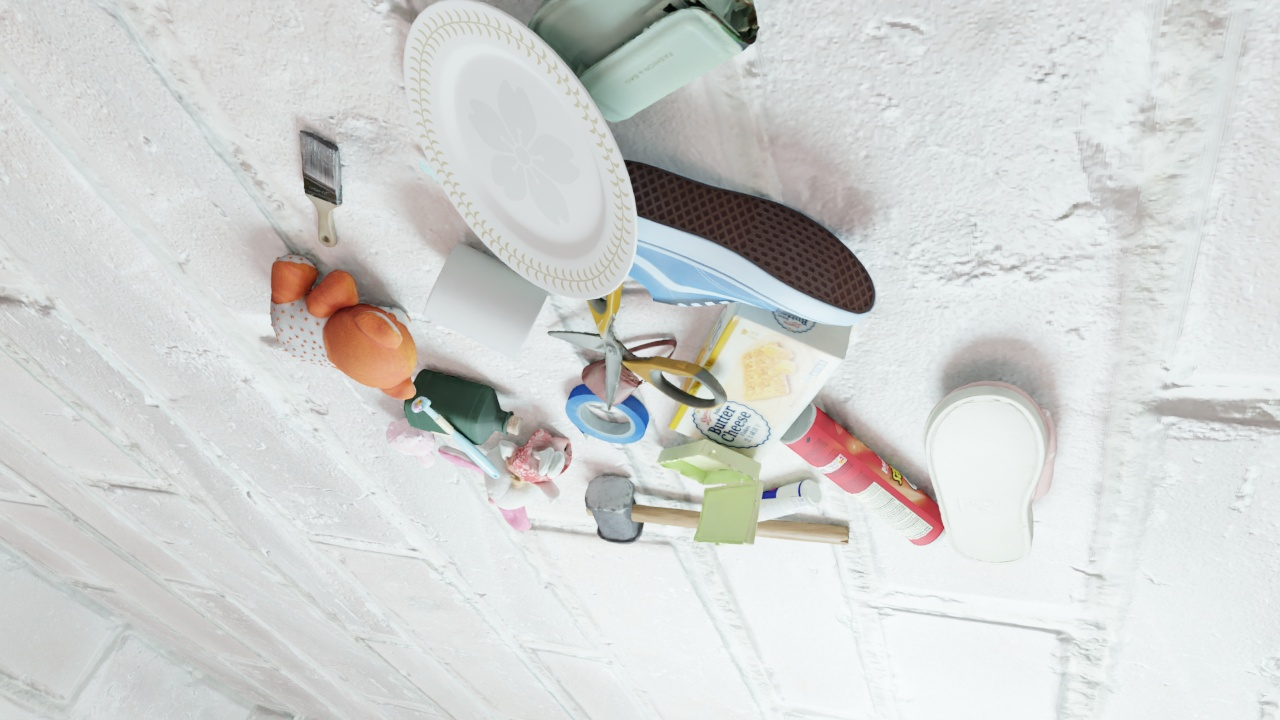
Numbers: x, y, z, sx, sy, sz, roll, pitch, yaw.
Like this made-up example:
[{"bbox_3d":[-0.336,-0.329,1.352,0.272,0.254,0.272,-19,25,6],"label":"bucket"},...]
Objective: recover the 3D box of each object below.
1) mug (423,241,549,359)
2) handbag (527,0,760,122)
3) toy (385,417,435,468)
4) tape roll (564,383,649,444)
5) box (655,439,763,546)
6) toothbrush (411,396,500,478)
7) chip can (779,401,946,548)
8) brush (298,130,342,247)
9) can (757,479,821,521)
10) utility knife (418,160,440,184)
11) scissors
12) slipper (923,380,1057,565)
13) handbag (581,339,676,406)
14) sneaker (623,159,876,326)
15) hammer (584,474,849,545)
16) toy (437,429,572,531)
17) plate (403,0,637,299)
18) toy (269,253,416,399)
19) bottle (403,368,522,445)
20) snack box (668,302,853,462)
[{"bbox_3d":[-0.148,-0.056,0.891,0.097,0.078,0.112,26,172,-8],"label":"mug"},{"bbox_3d":[-0.001,-0.222,0.597,0.122,0.067,0.106,-19,130,42],"label":"handbag"},{"bbox_3d":[-0.295,0.103,1.189,0.063,0.047,0.110,27,154,3],"label":"toy"},{"bbox_3d":[-0.037,0.060,1.030,0.093,0.016,0.091,-1,139,27],"label":"tape roll"},{"bbox_3d":[0.080,0.136,0.982,0.127,0.066,0.188,66,165,5],"label":"box"},{"bbox_3d":[-0.206,0.091,1.045,0.022,0.016,0.155,-33,130,6],"label":"toothbrush"},{"bbox_3d":[0.232,0.120,0.948,0.214,0.051,0.052,37,141,-22],"label":"chip can"},{"bbox_3d":[-0.302,-0.158,0.874,0.039,0.012,0.152,21,145,-2],"label":"brush"},{"bbox_3d":[0.163,0.161,1.052,0.032,0.032,0.095,38,141,-24],"label":"can"},{"bbox_3d":[-0.137,-0.127,0.831,0.022,0.015,0.162,-20,131,42],"label":"utility knife"},{"bbox_3d":[-0.017,-0.023,0.867,0.225,0.016,0.230,17,136,37],"label":"scissors"},{"bbox_3d":[0.334,0.107,0.879,0.114,0.054,0.275,3,138,22],"label":"slipper"},{"bbox_3d":[-0.006,0.005,0.940,0.055,0.029,0.120,42,134,-19],"label":"handbag"},{"bbox_3d":[0.064,-0.078,0.738,0.241,0.083,0.098,21,146,-5],"label":"sneaker"},{"bbox_3d":[0.090,0.199,1.133,0.329,0.052,0.098,4,142,16],"label":"hammer"},{"bbox_3d":[-0.152,0.141,1.138,0.195,0.084,0.159,-23,114,46],"label":"toy"},{"bbox_3d":[-0.090,-0.152,0.689,0.242,0.016,0.243,33,146,25],"label":"plate"},{"bbox_3d":[-0.313,-0.032,0.991,0.172,0.092,0.164,22,144,19],"label":"toy"},{"bbox_3d":[-0.202,0.060,1.071,0.131,0.061,0.061,15,147,7],"label":"bottle"},{"bbox_3d":[0.105,0.013,0.864,0.104,0.057,0.208,22,144,-2],"label":"snack box"}]
